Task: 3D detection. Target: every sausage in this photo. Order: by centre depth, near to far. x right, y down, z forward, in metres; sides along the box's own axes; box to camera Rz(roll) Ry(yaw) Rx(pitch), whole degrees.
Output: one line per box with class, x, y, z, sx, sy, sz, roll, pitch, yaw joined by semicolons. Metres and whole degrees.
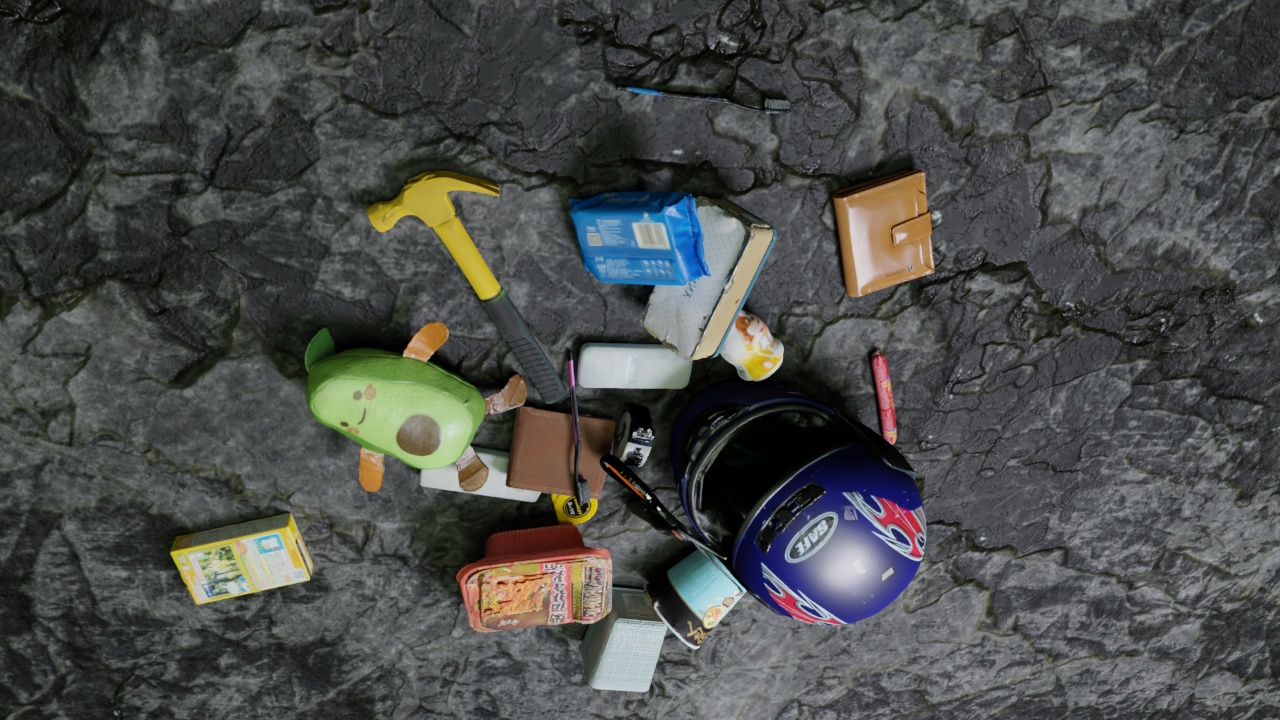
sausage;0.312;0.050;1.172;0.020;0.020;0.156;-18;121;-2

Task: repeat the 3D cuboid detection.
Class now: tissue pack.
tissue pack;-0.002;-0.129;0.959;0.157;0.052;0.095;6;127;32

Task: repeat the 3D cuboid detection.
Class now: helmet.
helmet;0.194;0.176;1.076;0.315;0.240;0.247;36;99;-32

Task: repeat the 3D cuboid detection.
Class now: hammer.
hammer;-0.161;-0.072;0.997;0.129;0.032;0.301;-26;121;5

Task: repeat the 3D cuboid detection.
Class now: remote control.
remote control;-0.006;0.006;1.079;0.136;0.020;0.056;1;120;-13
remote control;-0.190;0.134;1.112;0.150;0.021;0.058;12;110;-18

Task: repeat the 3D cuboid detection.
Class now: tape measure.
tape measure;-0.009;0.094;1.102;0.033;0.065;0.066;14;113;-14
tape measure;-0.083;0.177;1.155;0.057;0.029;0.060;-14;120;-3

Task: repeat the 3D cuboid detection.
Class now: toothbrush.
toothbrush;0.067;-0.271;0.943;0.189;0.014;0.016;4;117;-13
toothbrush;-0.074;0.080;1.079;0.017;0.014;0.189;-9;101;-29

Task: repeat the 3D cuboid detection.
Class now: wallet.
wallet;0.279;-0.145;1.050;0.108;0.031;0.132;-17;122;-1
wallet;-0.096;0.109;1.101;0.124;0.032;0.101;10;95;-19

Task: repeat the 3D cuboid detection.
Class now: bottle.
bottle;0.115;-0.028;1.062;0.063;0.063;0.108;-40;105;11

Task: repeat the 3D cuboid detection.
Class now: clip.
clip;0.139;0.123;1.180;0.054;0.013;0.034;8;117;-17

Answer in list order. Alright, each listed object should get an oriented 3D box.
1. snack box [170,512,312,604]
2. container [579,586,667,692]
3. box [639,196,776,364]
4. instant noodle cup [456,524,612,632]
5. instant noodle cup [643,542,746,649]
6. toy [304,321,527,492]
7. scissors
snack box;-0.478;0.239;1.106;0.140;0.033;0.087;-13;121;-6
container;-0.021;0.375;1.246;0.090;0.090;0.112;10;114;-18
box;0.069;-0.083;0.999;0.061;0.090;0.185;-13;135;-53
instant noodle cup;-0.131;0.273;1.154;0.188;0.079;0.165;-6;137;-8
instant noodle cup;0.084;0.301;1.221;0.120;0.111;0.111;-43;119;4
toy;-0.255;0.055;1.016;0.246;0.090;0.227;20;107;-25
scissors;0.031;0.193;1.091;0.234;0.221;0.021;46;76;-6
